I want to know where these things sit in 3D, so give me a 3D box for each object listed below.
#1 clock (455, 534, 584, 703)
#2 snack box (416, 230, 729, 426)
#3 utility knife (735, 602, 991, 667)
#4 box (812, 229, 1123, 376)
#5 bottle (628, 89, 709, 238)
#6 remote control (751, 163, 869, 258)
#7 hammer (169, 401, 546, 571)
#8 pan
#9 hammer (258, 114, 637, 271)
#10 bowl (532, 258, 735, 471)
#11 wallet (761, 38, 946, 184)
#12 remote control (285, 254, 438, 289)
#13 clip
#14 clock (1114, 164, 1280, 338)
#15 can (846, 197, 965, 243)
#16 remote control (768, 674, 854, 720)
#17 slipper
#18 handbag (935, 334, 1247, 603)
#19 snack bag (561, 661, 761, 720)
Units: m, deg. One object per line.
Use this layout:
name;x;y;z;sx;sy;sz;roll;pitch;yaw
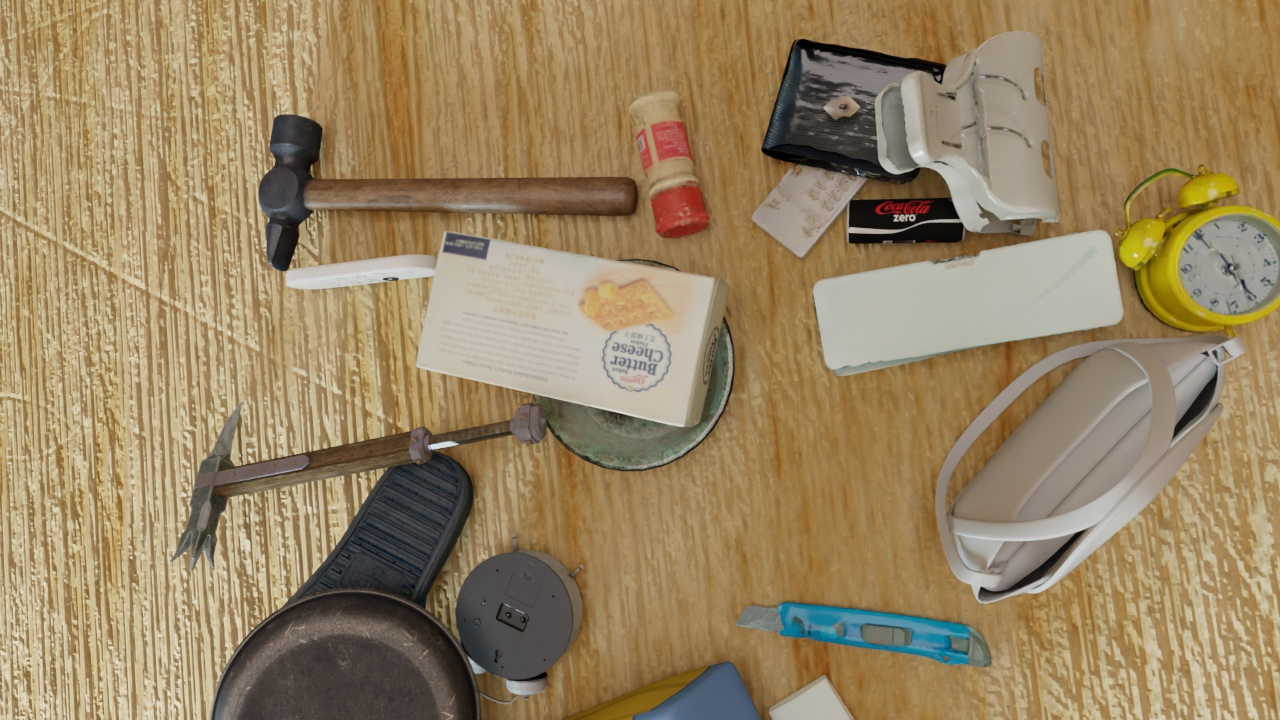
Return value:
clock;-0.096;0.205;0.711;0.094;0.035;0.122;21;93;15
snack box;-0.049;-0.024;0.659;0.208;0.057;0.104;11;90;15
utility knife;0.157;0.194;0.656;0.179;0.015;0.031;2;82;16
box;0.222;-0.038;0.638;0.199;0.066;0.083;-11;64;12
bottle;0.021;-0.150;0.698;0.044;0.044;0.109;-15;82;13
remote control;0.144;-0.143;0.682;0.050;0.011;0.136;41;97;13
hammer;-0.219;0.072;0.723;0.317;0.028;0.146;-12;56;17
pan;-0.198;0.341;0.644;0.187;0.055;0.356;-7;86;-8
hammer;-0.161;-0.133;0.745;0.322;0.040;0.129;3;80;12
bowl;-0.004;0.004;0.697;0.158;0.038;0.157;-1;86;15
wallet;0.153;-0.179;0.661;0.115;0.026;0.089;17;89;15
remote control;-0.230;-0.073;0.758;0.137;0.043;0.013;-5;85;14
clip;0.228;-0.151;0.594;0.097;0.152;0.126;-11;79;49
clock;0.363;-0.070;0.595;0.083;0.057;0.118;-39;84;9
can;0.189;-0.100;0.657;0.080;0.031;0.031;1;87;15
remote control;0.150;0.299;0.645;0.050;0.024;0.143;-35;79;10
slipper;-0.213;0.196;0.725;0.101;0.082;0.263;27;74;12
handbag;0.260;0.050;0.530;0.095;0.222;0.216;42;97;12
snack bag;0.000;0.323;0.654;0.206;0.102;0.159;-31;79;33
